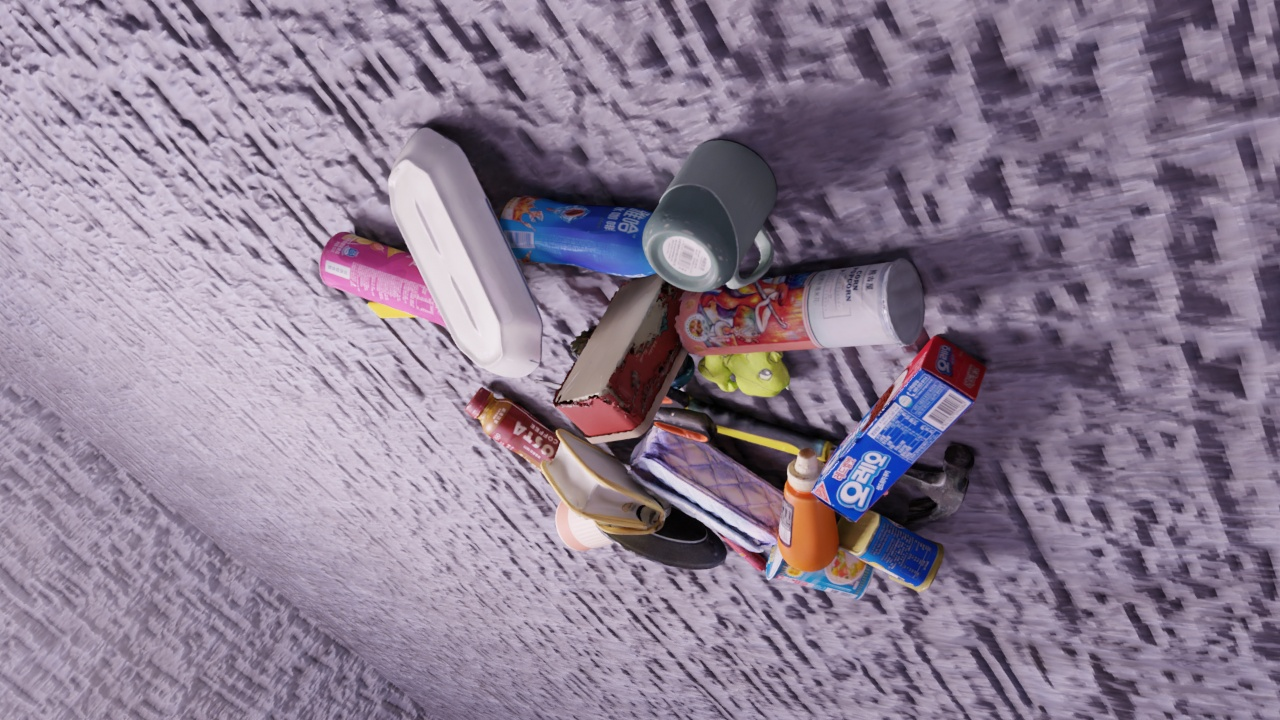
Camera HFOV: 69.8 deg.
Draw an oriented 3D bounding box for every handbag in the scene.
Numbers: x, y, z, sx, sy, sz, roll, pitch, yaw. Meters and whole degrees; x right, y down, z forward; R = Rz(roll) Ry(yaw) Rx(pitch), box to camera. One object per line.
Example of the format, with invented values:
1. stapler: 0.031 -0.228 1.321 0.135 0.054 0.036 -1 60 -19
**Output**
1. handbag: 0.079 0.152 1.088 0.194 0.075 0.134 32 164 0
2. handbag: -0.028 0.166 1.145 0.178 0.063 0.163 27 -173 -29

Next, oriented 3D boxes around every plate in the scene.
1. plate: 0.028 0.213 1.171 0.179 0.179 0.024 21 101 15
2. plate: -0.183 -0.099 0.920 0.162 0.034 0.266 -17 99 55

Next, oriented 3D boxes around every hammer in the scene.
1. hammer: 0.184 0.096 0.987 0.324 0.031 0.126 16 142 21

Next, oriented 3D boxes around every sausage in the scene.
1. sausage: 0.119 0.234 1.222 0.156 0.020 0.020 45 143 -20

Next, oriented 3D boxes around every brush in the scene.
1. brush: -0.006 0.006 0.995 0.144 0.055 0.073 7 139 30

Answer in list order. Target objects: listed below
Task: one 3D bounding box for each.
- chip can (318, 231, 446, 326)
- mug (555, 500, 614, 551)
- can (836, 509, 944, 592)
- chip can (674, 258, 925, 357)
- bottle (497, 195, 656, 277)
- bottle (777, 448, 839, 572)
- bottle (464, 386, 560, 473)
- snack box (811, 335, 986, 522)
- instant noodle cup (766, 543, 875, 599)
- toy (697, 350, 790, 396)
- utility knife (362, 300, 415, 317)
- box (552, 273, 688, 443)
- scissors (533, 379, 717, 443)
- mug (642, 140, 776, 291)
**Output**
1. chip can: -0.265 -0.089 1.060 0.211 0.071 0.071 19 144 18
2. mug: -0.062 0.203 1.278 0.106 0.081 0.114 -25 89 49
3. can: 0.268 0.203 1.004 0.083 0.057 0.102 29 174 -7
4. chip can: 0.136 -0.042 0.815 0.215 0.071 0.071 -4 133 41
5. bottle: -0.030 -0.114 0.856 0.219 0.065 0.065 10 141 26
6. bottle: 0.179 0.156 0.981 0.067 0.066 0.150 11 127 27
7. bottle: -0.153 0.101 1.225 0.175 0.057 0.058 37 146 -8
8. snack box: 0.235 0.070 0.857 0.057 0.058 0.208 33 135 6
9. instant noodle cup: 0.217 0.232 1.086 0.110 0.099 0.099 21 145 3
10. toy: 0.107 0.008 0.936 0.100 0.031 0.097 26 146 15
11. utility knife: -0.296 -0.070 1.156 0.168 0.015 0.033 0 129 39
12. box: -0.012 -0.011 0.879 0.092 0.167 0.077 -14 129 46
13. scissors: -0.023 0.039 1.006 0.227 0.021 0.198 21 160 8
14. mug: 0.064 -0.106 0.756 0.112 0.106 0.082 45 143 -21
